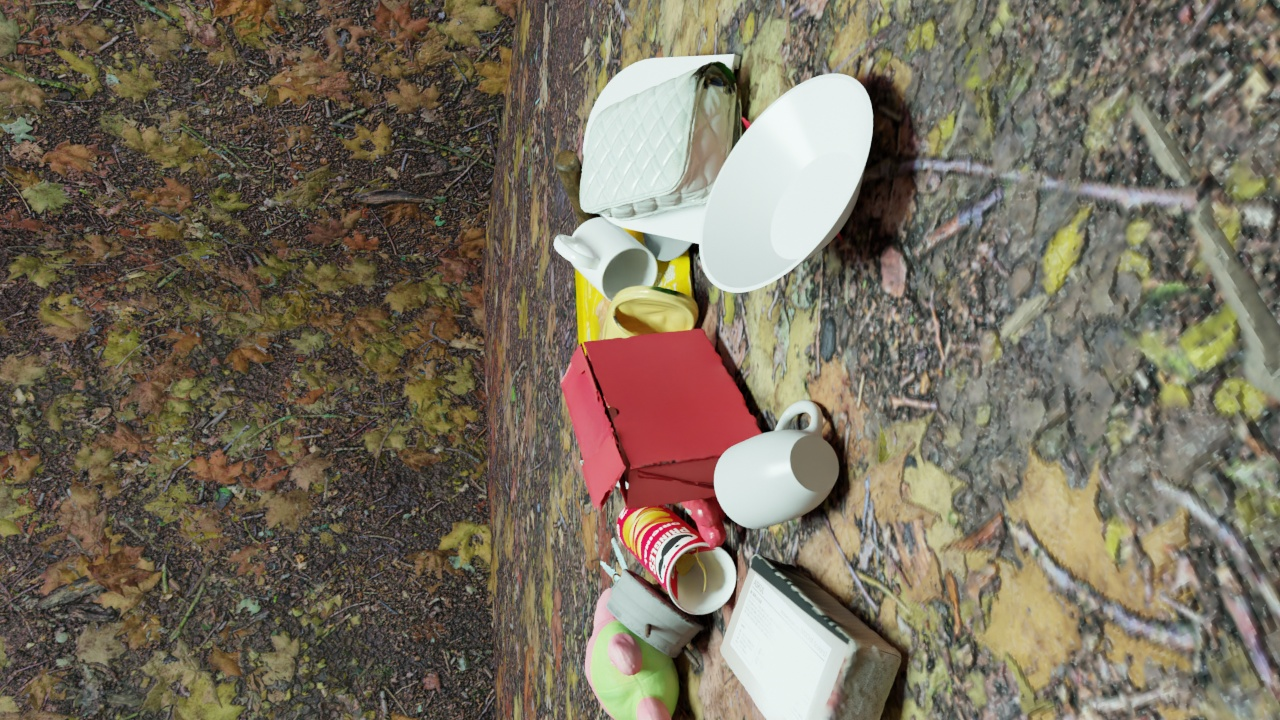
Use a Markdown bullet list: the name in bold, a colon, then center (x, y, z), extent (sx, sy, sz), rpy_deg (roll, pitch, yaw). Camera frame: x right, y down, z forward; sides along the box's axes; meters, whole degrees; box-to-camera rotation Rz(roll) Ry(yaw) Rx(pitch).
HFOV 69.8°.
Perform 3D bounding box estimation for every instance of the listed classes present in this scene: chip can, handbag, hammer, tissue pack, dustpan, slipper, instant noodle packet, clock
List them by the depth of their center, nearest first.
- **tissue pack**: center (0.122, 0.222, 0.675), extent (0.181, 0.071, 0.104), rpy_deg (-158, 86, -72)
- **handbag**: center (0.019, -0.220, 0.956), extent (0.195, 0.072, 0.138), rpy_deg (1, 80, 54)
- **clock**: center (0.008, 0.261, 0.976), extent (0.056, 0.104, 0.148), rpy_deg (-55, 31, -7)
- **chip can**: center (0.031, 0.202, 0.981), extent (0.221, 0.069, 0.069), rpy_deg (-166, 79, -75)
- **dustpan**: center (0.025, -0.243, 1.053), extent (0.258, 0.053, 0.191), rpy_deg (22, 106, 52)
- **slipper**: center (-0.006, 0.006, 1.075), extent (0.264, 0.099, 0.078), rpy_deg (108, -178, -58)
- **instant noodle packet**: center (0.003, -0.099, 1.145), extent (0.222, 0.084, 0.162), rpy_deg (-31, 56, 55)
- **hammer**: center (-0.073, -0.231, 1.280), extent (0.301, 0.037, 0.217), rpy_deg (68, -163, -67)

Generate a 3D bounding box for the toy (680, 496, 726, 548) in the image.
- **toy**: center (0.059, 0.126, 0.897), extent (0.092, 0.045, 0.135), rpy_deg (60, -171, -25)

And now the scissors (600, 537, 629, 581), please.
- **scissors**: center (0.006, 0.287, 1.078), extent (0.176, 0.013, 0.170), rpy_deg (-4, 106, 60)

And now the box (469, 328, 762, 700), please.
- **box**: center (-0.041, 0.140, 0.916), extent (0.375, 0.148, 0.212), rpy_deg (-54, 30, 19)

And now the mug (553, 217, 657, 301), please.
- **mug**: center (-0.048, -0.121, 1.074), extent (0.090, 0.110, 0.074), rpy_deg (46, 119, 48)

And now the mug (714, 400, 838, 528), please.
- **mug**: center (0.116, 0.074, 0.715), extent (0.090, 0.071, 0.107), rpy_deg (-36, 25, 61)

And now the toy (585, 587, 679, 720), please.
- **toy**: center (-0.017, 0.362, 1.067), extent (0.192, 0.096, 0.237), rpy_deg (69, 161, 6)

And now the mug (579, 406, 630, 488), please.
- **mug**: center (-0.012, 0.108, 1.118), extent (0.106, 0.073, 0.082), rpy_deg (13, 67, 42)

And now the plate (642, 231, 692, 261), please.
- **plate**: center (0.047, -0.201, 1.041), extent (0.179, 0.012, 0.178), rpy_deg (-28, 58, 58)

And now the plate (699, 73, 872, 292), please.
- **plate**: center (0.114, -0.123, 0.674), extent (0.174, 0.036, 0.173), rpy_deg (-38, 38, 39)
